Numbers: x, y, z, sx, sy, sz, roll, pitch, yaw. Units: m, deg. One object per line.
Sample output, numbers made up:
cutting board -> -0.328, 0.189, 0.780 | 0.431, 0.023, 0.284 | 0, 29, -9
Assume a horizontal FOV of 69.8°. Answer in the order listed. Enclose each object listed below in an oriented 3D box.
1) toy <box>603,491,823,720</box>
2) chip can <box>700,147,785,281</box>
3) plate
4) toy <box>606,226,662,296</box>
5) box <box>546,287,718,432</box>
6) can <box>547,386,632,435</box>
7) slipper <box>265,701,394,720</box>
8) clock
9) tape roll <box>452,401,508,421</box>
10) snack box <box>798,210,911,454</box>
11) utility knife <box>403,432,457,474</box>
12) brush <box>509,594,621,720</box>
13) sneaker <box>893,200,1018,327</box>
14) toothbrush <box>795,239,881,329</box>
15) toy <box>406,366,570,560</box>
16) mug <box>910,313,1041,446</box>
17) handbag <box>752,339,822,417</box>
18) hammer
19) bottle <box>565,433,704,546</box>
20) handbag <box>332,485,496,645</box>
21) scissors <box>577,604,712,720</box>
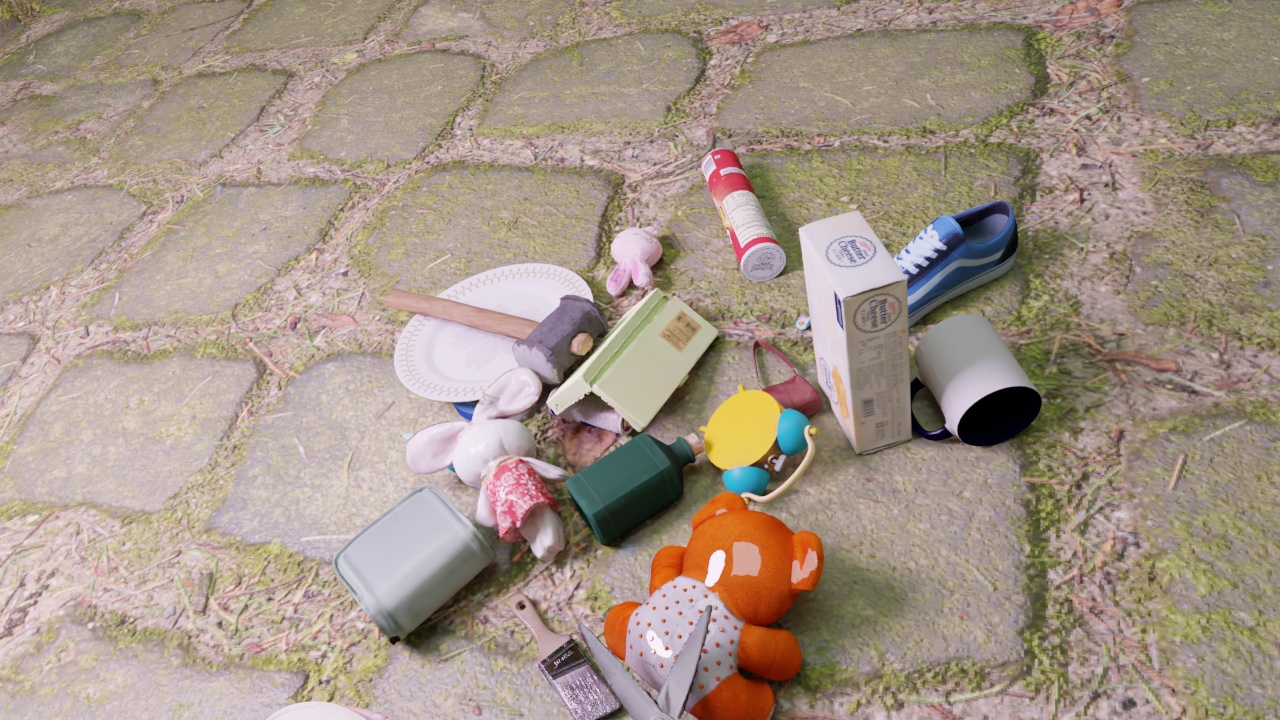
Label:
toy -> 0.066, 0.199, 0.754 | 0.164, 0.093, 0.172 | 26, 72, 38
chip can -> 0.122, -0.182, 1.117 | 0.052, 0.052, 0.214 | -16, 45, 2
plate -> -0.170, -0.034, 1.071 | 0.243, 0.016, 0.242 | -11, 40, 9
toy -> -0.008, -0.125, 1.109 | 0.064, 0.047, 0.109 | -10, 48, 21
box -> -0.008, -0.008, 0.961 | 0.128, 0.066, 0.187 | 14, 39, 25
can -> -0.052, 0.052, 0.963 | 0.095, 0.032, 0.032 | 13, 53, 28
slipper -> -0.202, 0.343, 0.720 | 0.275, 0.054, 0.113 | 7, 50, 28
clock -> 0.109, 0.078, 0.867 | 0.099, 0.043, 0.129 | -47, 39, 3
tape roll -> -0.169, 0.030, 1.033 | 0.091, 0.016, 0.093 | -18, 45, 1
snack box -> 0.196, -0.021, 0.829 | 0.057, 0.208, 0.104 | -18, 44, 0
utility knife -> -0.199, 0.109, 0.968 | 0.162, 0.015, 0.022 | 20, 54, 32
brush -> -0.071, 0.254, 0.792 | 0.038, 0.012, 0.151 | -34, 47, -15
sneaker -> 0.283, -0.101, 0.955 | 0.241, 0.098, 0.083 | -26, 46, -8
toothbrush -> 0.223, -0.087, 1.019 | 0.154, 0.016, 0.022 | -45, 13, -23
toy -> -0.131, 0.105, 0.889 | 0.159, 0.084, 0.194 | -38, 60, -4
mug -> 0.297, 0.027, 0.853 | 0.112, 0.078, 0.096 | -38, 41, 21
handbag -> 0.141, 0.016, 0.944 | 0.055, 0.029, 0.119 | -23, 40, 1
hammer -> -0.182, -0.048, 1.047 | 0.329, 0.052, 0.097 | 15, 50, 37
bottle -> 0.001, 0.111, 0.869 | 0.131, 0.061, 0.061 | -31, 44, -12
handbag -> -0.210, 0.191, 0.857 | 0.121, 0.067, 0.106 | -39, 40, -20
scissors -> 0.022, 0.294, 0.674 | 0.230, 0.016, 0.225 | 27, 86, 14
